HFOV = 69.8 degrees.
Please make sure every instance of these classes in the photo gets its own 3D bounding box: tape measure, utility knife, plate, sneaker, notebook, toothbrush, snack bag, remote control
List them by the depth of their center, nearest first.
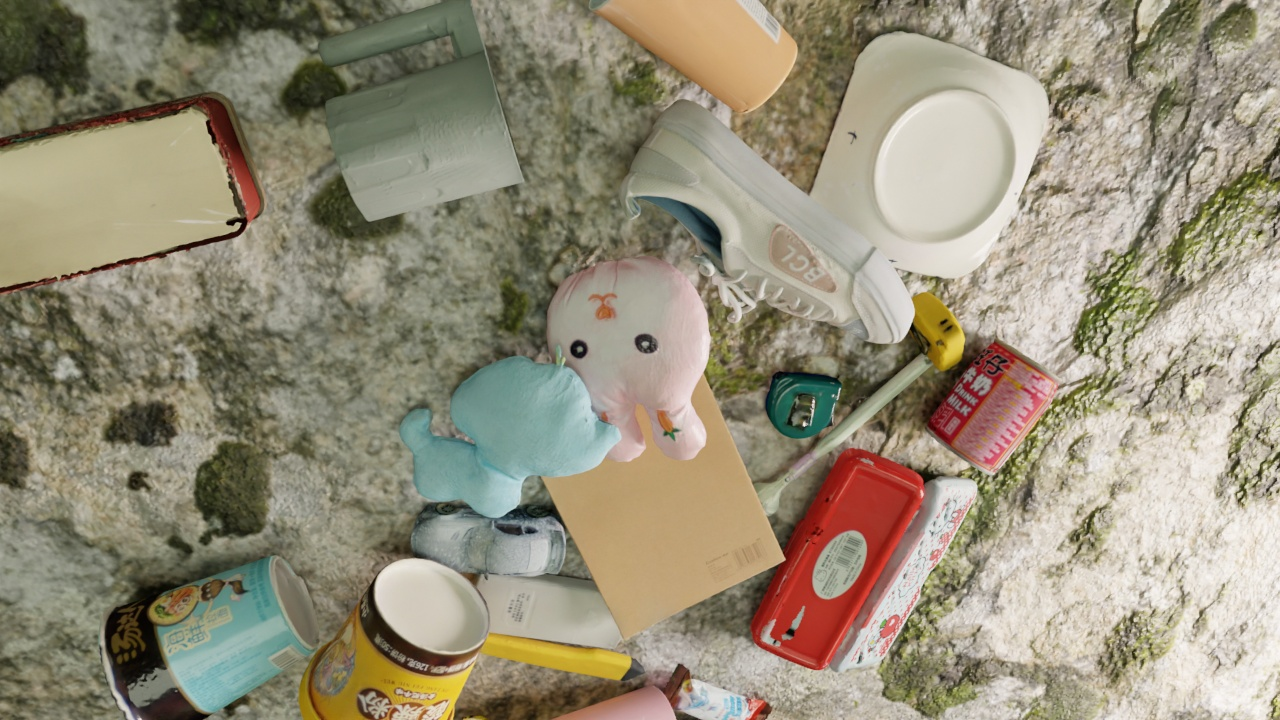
[{"bbox_3d":[0.089,-0.069,0.641,0.242,0.089,0.090,37,86,-18],"label":"sneaker"},{"bbox_3d":[0.215,-0.143,0.669,0.163,0.034,0.164,12,109,-14],"label":"plate"},{"bbox_3d":[0.222,-0.023,0.705,0.029,0.057,0.060,-32,154,0],"label":"tape measure"},{"bbox_3d":[0.011,0.105,0.727,0.149,0.012,0.211,-25,106,-1],"label":"notebook"},{"bbox_3d":[0.128,0.036,0.729,0.058,0.025,0.054,6,109,-12],"label":"tape measure"},{"bbox_3d":[0.166,0.056,0.748,0.189,0.020,0.029,-42,81,6],"label":"toothbrush"},{"bbox_3d":[-0.075,0.205,0.761,0.135,0.019,0.056,12,109,-15],"label":"remote control"},{"bbox_3d":[-0.069,0.249,0.780,0.153,0.015,0.033,17,128,-17],"label":"utility knife"},{"bbox_3d":[0.066,0.311,0.828,0.104,0.026,0.048,31,91,-21],"label":"snack bag"}]

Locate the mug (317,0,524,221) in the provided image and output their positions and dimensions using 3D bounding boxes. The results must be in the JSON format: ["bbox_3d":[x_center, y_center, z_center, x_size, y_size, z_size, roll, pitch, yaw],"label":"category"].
[{"bbox_3d":[-0.139,-0.158,0.579,0.103,0.084,0.124,-17,87,-3],"label":"mug"}]

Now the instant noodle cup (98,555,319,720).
[{"bbox_3d":[-0.309,0.203,0.677,0.120,0.111,0.111,-25,114,-9],"label":"instant noodle cup"}]

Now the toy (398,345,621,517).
[{"bbox_3d":[-0.097,0.053,0.667,0.161,0.049,0.156,19,118,4],"label":"toy"}]

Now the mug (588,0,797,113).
[{"bbox_3d":[0.038,-0.218,0.586,0.122,0.078,0.078,32,103,-26],"label":"mug"}]

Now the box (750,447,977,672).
[{"bbox_3d":[0.195,0.178,0.784,0.159,0.065,0.201,16,109,-20],"label":"box"}]

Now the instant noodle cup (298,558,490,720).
[{"bbox_3d":[-0.177,0.221,0.688,0.118,0.118,0.115,25,112,-19],"label":"instant noodle cup"}]

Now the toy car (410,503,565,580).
[{"bbox_3d":[-0.119,0.143,0.721,0.120,0.036,0.054,5,111,-9],"label":"toy car"}]

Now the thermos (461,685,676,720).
[{"bbox_3d":[-0.069,0.320,0.757,0.198,0.067,0.087,-8,82,-26],"label":"thermos"}]

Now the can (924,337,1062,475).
[{"bbox_3d":[0.283,0.036,0.735,0.066,0.066,0.094,28,104,-20],"label":"can"}]

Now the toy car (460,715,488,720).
[{"bbox_3d":[-0.121,0.347,0.794,0.032,0.048,0.105,-31,114,1],"label":"toy car"}]

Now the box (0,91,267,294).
[{"bbox_3d":[-0.329,-0.103,0.558,0.168,0.077,0.091,-15,114,-5],"label":"box"}]

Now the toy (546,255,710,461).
[{"bbox_3d":[-0.004,0.004,0.659,0.121,0.054,0.159,-6,111,21],"label":"toy"}]
